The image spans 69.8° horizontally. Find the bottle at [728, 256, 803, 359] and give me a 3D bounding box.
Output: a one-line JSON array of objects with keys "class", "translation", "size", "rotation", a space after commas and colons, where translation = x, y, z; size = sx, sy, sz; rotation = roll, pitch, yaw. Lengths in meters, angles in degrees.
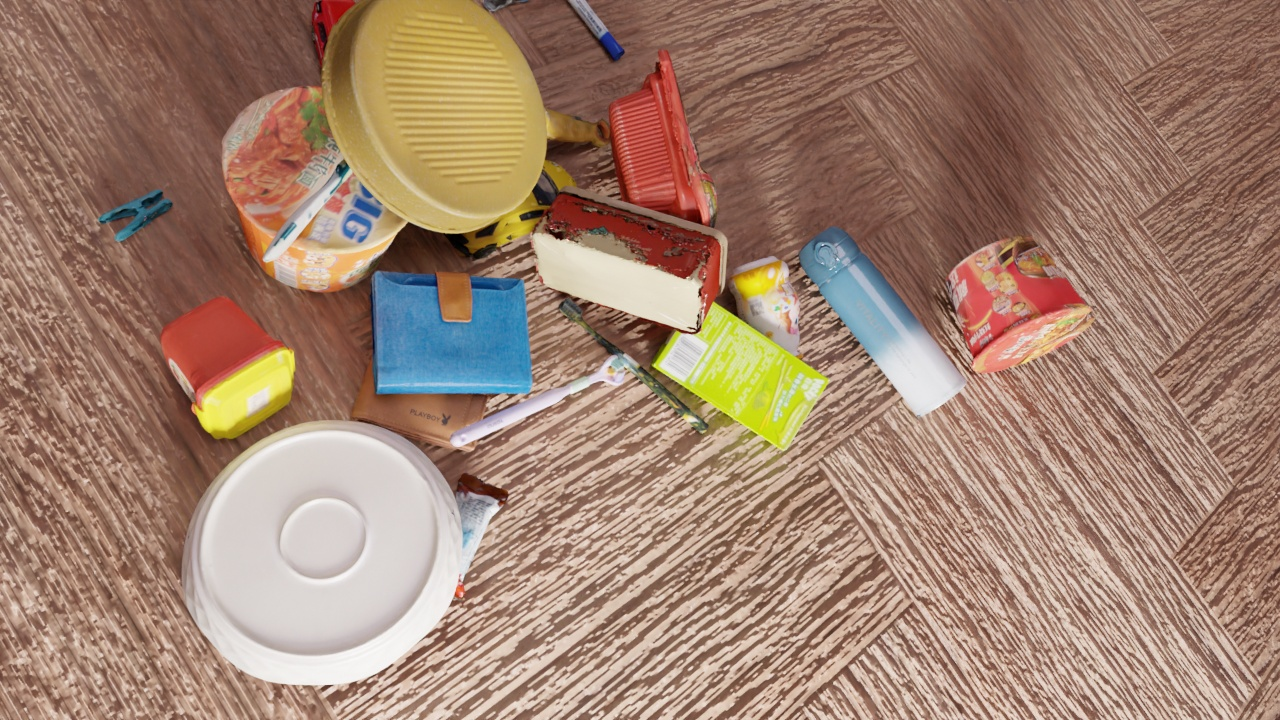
[{"class": "bottle", "translation": [0.132, -0.049, 0.930], "size": [0.063, 0.063, 0.108], "rotation": [-20, 93, -28]}]

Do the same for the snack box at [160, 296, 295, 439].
[{"class": "snack box", "translation": [-0.317, 0.003, 0.706], "size": [0.081, 0.091, 0.080], "rotation": [-37, 80, -30]}]

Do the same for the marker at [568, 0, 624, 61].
[{"class": "marker", "translation": [-0.067, -0.391, 1.009], "size": [0.016, 0.017, 0.146], "rotation": [-35, 86, -30]}]

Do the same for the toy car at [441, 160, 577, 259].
[{"class": "toy car", "translation": [-0.124, -0.150, 0.876], "size": [0.155, 0.041, 0.071], "rotation": [-26, 81, -30]}]

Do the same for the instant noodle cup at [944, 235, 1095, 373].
[{"class": "instant noodle cup", "translation": [0.410, -0.064, 1.019], "size": [0.137, 0.138, 0.108], "rotation": [-8, 64, -25]}]

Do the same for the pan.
[{"class": "pan", "translation": [-0.121, -0.214, 0.811], "size": [0.356, 0.078, 0.197], "rotation": [-15, 94, -49]}]

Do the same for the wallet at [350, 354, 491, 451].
[{"class": "wallet", "translation": [-0.179, 0.006, 0.796], "size": [0.107, 0.031, 0.131], "rotation": [19, 66, -14]}]

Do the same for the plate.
[{"class": "plate", "translation": [-0.238, 0.138, 0.694], "size": [0.204, 0.046, 0.204], "rotation": [4, 69, -12]}]

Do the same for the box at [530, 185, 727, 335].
[{"class": "box", "translation": [-0.014, -0.086, 0.835], "size": [0.168, 0.091, 0.078], "rotation": [19, 58, 15]}]

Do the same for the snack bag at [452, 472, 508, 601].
[{"class": "snack bag", "translation": [-0.147, 0.144, 0.755], "size": [0.045, 0.026, 0.105], "rotation": [21, 62, 2]}]

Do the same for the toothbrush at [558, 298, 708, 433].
[{"class": "toothbrush", "translation": [-0.005, 0.005, 0.876], "size": [0.186, 0.017, 0.012], "rotation": [41, 57, -3]}]

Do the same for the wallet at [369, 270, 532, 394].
[{"class": "wallet", "translation": [-0.159, -0.023, 0.778], "size": [0.133, 0.040, 0.106], "rotation": [1, 71, -24]}]

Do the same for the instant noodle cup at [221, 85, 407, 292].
[{"class": "instant noodle cup", "translation": [-0.267, -0.133, 0.767], "size": [0.151, 0.112, 0.151], "rotation": [8, 67, -20]}]

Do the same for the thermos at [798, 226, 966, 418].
[{"class": "thermos", "translation": [0.253, -0.044, 0.977], "size": [0.070, 0.070, 0.220], "rotation": [-36, 86, -30]}]

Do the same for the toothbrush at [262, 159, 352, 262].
[{"class": "toothbrush", "translation": [-0.235, -0.147, 0.711], "size": [0.018, 0.016, 0.191], "rotation": [29, 61, 1]}]

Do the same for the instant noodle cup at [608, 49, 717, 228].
[{"class": "instant noodle cup", "translation": [0.018, -0.186, 0.894], "size": [0.079, 0.165, 0.188], "rotation": [-11, 72, -2]}]

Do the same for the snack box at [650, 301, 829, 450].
[{"class": "snack box", "translation": [0.097, 0.011, 0.892], "size": [0.156, 0.026, 0.086], "rotation": [32, 89, -8]}]

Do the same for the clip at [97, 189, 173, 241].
[{"class": "clip", "translation": [-0.415, -0.121, 0.757], "size": [0.056, 0.014, 0.041], "rotation": [-41, 89, -28]}]

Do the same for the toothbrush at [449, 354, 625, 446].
[{"class": "toothbrush", "translation": [-0.087, 0.037, 0.812], "size": [0.188, 0.021, 0.029], "rotation": [-24, 103, -38]}]

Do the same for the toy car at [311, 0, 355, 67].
[{"class": "toy car", "translation": [-0.278, -0.288, 0.864], "size": [0.052, 0.045, 0.120], "rotation": [-12, 77, -25]}]

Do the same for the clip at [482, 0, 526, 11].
[{"class": "clip", "translation": [-0.141, -0.391, 0.976], "size": [0.056, 0.028, 0.024], "rotation": [-34, 87, -40]}]
